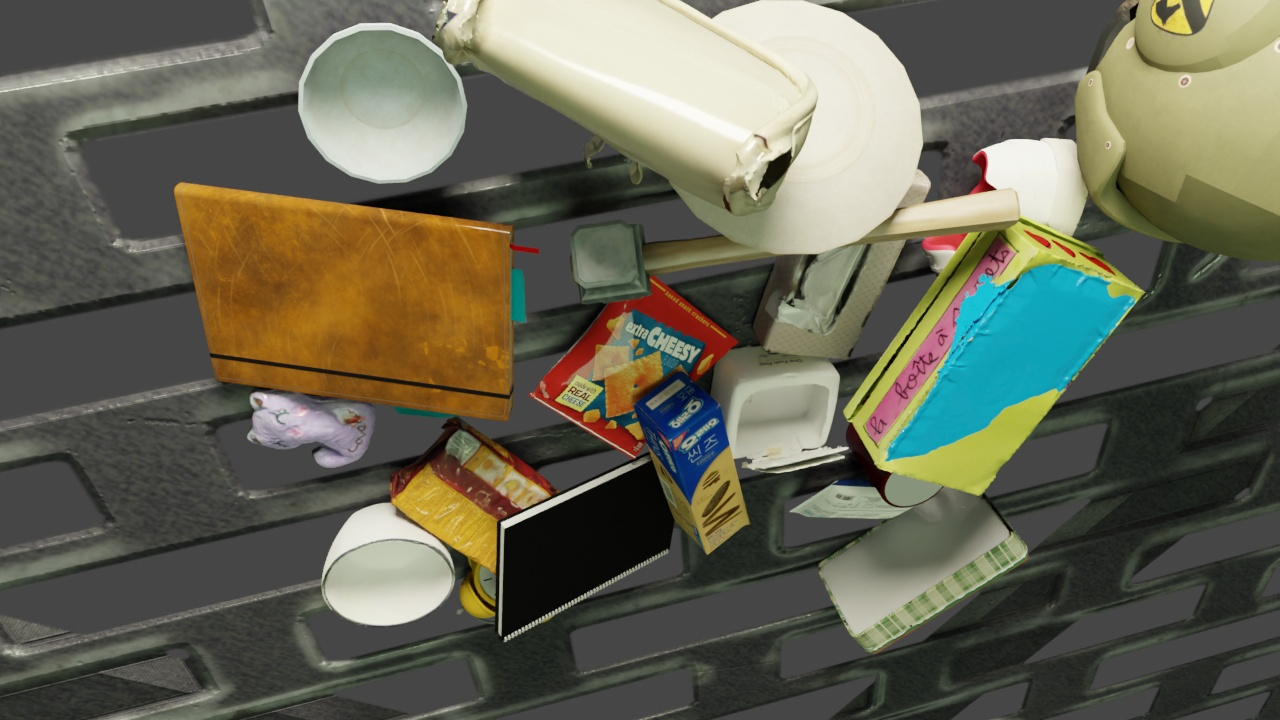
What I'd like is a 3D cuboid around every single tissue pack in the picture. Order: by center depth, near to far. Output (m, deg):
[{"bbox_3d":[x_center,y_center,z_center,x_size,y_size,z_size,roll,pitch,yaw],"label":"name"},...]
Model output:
[{"bbox_3d":[0.162,-0.080,0.771,0.103,0.071,0.182,5,127,-21],"label":"tissue pack"}]

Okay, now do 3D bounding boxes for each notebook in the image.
[{"bbox_3d":[-0.200,-0.031,0.671,0.249,0.014,0.179,8,125,3],"label":"notebook"},{"bbox_3d":[-0.045,0.168,0.865,0.206,0.016,0.149,-21,133,-34],"label":"notebook"}]

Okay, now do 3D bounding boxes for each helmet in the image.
[{"bbox_3d":[0.424,-0.187,0.634,0.250,0.255,0.233,12,118,-23],"label":"helmet"}]

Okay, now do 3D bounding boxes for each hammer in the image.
[{"bbox_3d":[0.109,-0.089,0.675,0.323,0.117,0.051,-8,88,4],"label":"hammer"}]

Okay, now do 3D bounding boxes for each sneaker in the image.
[{"bbox_3d":[0.296,-0.081,0.803,0.104,0.090,0.237,4,130,0],"label":"sneaker"}]

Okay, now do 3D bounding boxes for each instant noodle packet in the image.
[{"bbox_3d":[-0.146,0.119,0.816,0.135,0.039,0.098,39,95,-18],"label":"instant noodle packet"},{"bbox_3d":[0.236,0.147,0.963,0.134,0.026,0.087,5,152,-20],"label":"instant noodle packet"}]

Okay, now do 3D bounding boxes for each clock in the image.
[{"bbox_3d":[-0.116,0.206,0.904,0.113,0.052,0.152,13,117,-25],"label":"clock"}]

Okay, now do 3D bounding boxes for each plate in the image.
[{"bbox_3d":[0.104,-0.167,0.630,0.188,0.188,0.027,-15,171,-6],"label":"plate"}]

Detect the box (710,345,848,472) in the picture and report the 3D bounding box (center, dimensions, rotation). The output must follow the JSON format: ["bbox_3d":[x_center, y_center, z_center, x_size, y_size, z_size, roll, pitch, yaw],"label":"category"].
[{"bbox_3d":[0.131,0.060,0.822,0.110,0.130,0.103,-4,125,-11],"label":"box"}]

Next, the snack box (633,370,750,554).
[{"bbox_3d":[0.051,0.100,0.841,0.056,0.057,0.207,-35,141,-14],"label":"snack box"}]

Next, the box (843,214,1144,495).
[{"bbox_3d":[0.281,-0.004,0.748,0.124,0.082,0.221,14,119,-21],"label":"box"}]

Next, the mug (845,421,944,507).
[{"bbox_3d":[0.269,0.094,0.916,0.105,0.082,0.073,9,122,-23],"label":"mug"}]

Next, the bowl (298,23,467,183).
[{"bbox_3d":[-0.172,-0.175,0.613,0.106,0.039,0.106,-8,127,-11],"label":"bowl"}]

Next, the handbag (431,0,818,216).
[{"bbox_3d":[-0.013,-0.148,0.550,0.229,0.183,0.132,27,118,11],"label":"handbag"}]

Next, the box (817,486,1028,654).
[{"bbox_3d":[0.302,0.219,1.000,0.206,0.117,0.050,-37,122,9],"label":"box"}]

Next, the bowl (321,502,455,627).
[{"bbox_3d":[-0.231,0.182,0.841,0.116,0.065,0.116,-8,127,-11],"label":"bowl"}]

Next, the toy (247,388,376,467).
[{"bbox_3d":[-0.271,0.056,0.756,0.099,0.036,0.080,6,128,-22],"label":"toy"}]

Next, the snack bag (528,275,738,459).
[{"bbox_3d":[-0.005,0.005,0.795,0.130,0.039,0.144,35,101,-34],"label":"snack bag"}]
